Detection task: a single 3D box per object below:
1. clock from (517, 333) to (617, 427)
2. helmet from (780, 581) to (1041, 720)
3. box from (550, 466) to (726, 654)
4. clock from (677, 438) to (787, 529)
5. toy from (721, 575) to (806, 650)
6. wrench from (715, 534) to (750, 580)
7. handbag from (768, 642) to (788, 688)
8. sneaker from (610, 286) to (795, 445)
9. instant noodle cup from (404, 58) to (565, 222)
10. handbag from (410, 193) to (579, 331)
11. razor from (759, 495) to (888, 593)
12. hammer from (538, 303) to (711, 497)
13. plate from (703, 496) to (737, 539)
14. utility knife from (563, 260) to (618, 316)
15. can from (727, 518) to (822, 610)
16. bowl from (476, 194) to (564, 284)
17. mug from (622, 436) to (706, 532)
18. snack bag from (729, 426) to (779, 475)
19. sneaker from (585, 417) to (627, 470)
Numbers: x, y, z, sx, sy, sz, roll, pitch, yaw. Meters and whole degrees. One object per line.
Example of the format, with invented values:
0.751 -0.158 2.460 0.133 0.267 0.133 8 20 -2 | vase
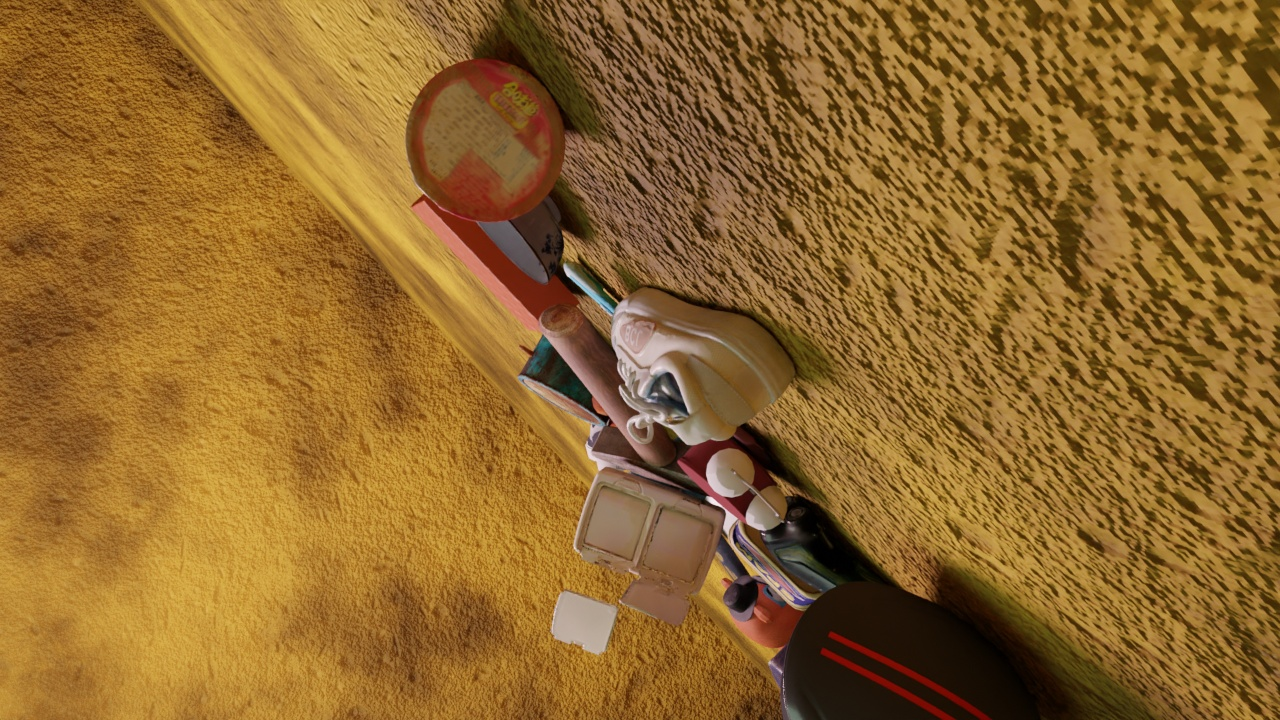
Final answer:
-0.056 0.024 1.030 0.158 0.073 0.121 26 168 17 | clock
0.205 0.269 0.686 0.264 0.164 0.170 40 157 -19 | helmet
-0.010 0.219 0.913 0.143 0.193 0.106 17 -177 9 | box
0.081 0.104 0.803 0.087 0.044 0.124 46 171 -23 | clock
0.172 0.329 1.188 0.176 0.096 0.112 18 -171 -37 | toy
0.095 0.229 1.186 0.073 0.022 0.273 25 156 44 | wrench
0.256 0.364 0.925 0.205 0.125 0.222 30 158 55 | handbag
0.014 0.009 0.670 0.089 0.090 0.242 49 169 -19 | sneaker
-0.109 -0.146 0.603 0.098 0.097 0.108 52 176 -24 | instant noodle cup
-0.145 -0.108 0.915 0.172 0.060 0.109 47 164 -18 | handbag
0.174 0.180 0.805 0.151 0.053 0.067 37 150 16 | razor
-0.022 0.039 0.865 0.158 0.037 0.301 14 155 29 | hammer
0.115 0.202 1.138 0.230 0.021 0.230 44 168 11 | plate
-0.010 -0.035 0.803 0.151 0.015 0.022 43 168 7 | utility knife
0.144 0.189 0.908 0.116 0.056 0.092 44 167 14 | can
-0.098 -0.119 0.749 0.114 0.045 0.114 44 168 11 | bowl
0.031 0.142 1.034 0.084 0.104 0.112 45 171 8 | mug
0.062 0.050 0.829 0.158 0.013 0.057 36 168 39 | snack bag
-0.030 0.090 1.189 0.235 0.084 0.079 180 82 -85 | sneaker
